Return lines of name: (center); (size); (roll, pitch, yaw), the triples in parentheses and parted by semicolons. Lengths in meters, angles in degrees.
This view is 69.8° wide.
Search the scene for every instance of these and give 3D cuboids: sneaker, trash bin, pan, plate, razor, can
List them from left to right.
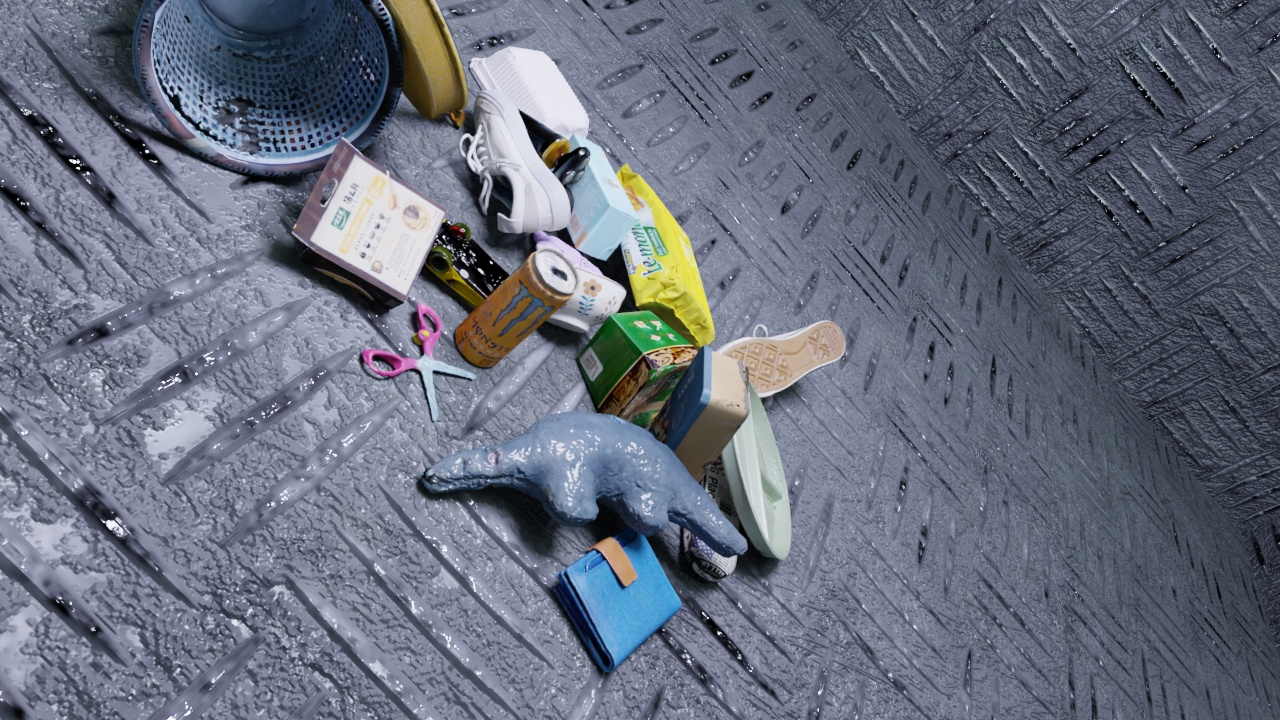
trash bin: (-0.358, -0.323, 0.879); (0.226, 0.227, 0.195); (17, 34, -41)
pan: (-0.234, -0.328, 0.991); (0.078, 0.358, 0.197); (-30, 84, -14)
sneaker: (-0.173, -0.239, 1.122); (0.090, 0.090, 0.242); (-17, 55, -20)
can: (-0.127, -0.052, 0.935); (0.058, 0.146, 0.058); (29, 41, -29)
razor: (-0.126, -0.277, 1.174); (0.167, 0.062, 0.067); (43, -3, 36)
plate: (0.139, 0.130, 1.119); (0.229, 0.027, 0.230); (-16, 90, -72)
sneaker: (0.181, 0.004, 1.304); (0.240, 0.088, 0.118); (-18, 85, -30)

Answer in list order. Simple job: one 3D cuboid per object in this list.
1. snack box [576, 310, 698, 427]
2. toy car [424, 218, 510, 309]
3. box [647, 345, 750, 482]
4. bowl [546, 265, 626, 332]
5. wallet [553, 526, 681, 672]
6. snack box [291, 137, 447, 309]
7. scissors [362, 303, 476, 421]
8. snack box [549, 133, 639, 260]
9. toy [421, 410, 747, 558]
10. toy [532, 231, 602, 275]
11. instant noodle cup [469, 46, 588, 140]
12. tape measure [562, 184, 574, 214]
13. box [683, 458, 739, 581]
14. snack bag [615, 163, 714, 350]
snack box: (-0.006, 0.006, 1.071); (0.117, 0.118, 0.105); (-9, 54, -53)
toy car: (-0.179, -0.089, 1.003); (0.156, 0.041, 0.071); (42, 35, -17)
box: (0.063, 0.066, 1.016); (0.062, 0.185, 0.089); (17, 41, -12)
bowl: (-0.078, -0.069, 1.065); (0.113, 0.114, 0.062); (21, 82, -37)
wallet: (-0.019, 0.229, 0.906); (0.132, 0.040, 0.106); (-21, 80, -57)
snack box: (-0.266, -0.131, 0.893); (0.125, 0.053, 0.113); (32, 64, -28)
scissors: (-0.216, -0.001, 0.905); (0.133, 0.017, 0.133); (15, 52, -47)
snack box: (-0.066, -0.214, 1.192); (0.051, 0.074, 0.174); (19, 34, -39)
toy: (-0.045, 0.115, 0.922); (0.356, 0.092, 0.137); (16, 49, -28)
toy: (-0.091, -0.122, 1.141); (0.108, 0.039, 0.083); (33, 16, -24)
instant noodle cup: (-0.143, -0.366, 1.285); (0.137, 0.060, 0.173); (-18, 75, -55)
tape measure: (-0.114, -0.200, 1.167); (0.039, 0.057, 0.057); (14, 41, -38)
box: (0.079, 0.182, 1.066); (0.072, 0.060, 0.164); (21, 40, -9)
snack bag: (0.030, -0.129, 1.216); (0.158, 0.068, 0.246); (50, 22, -53)
